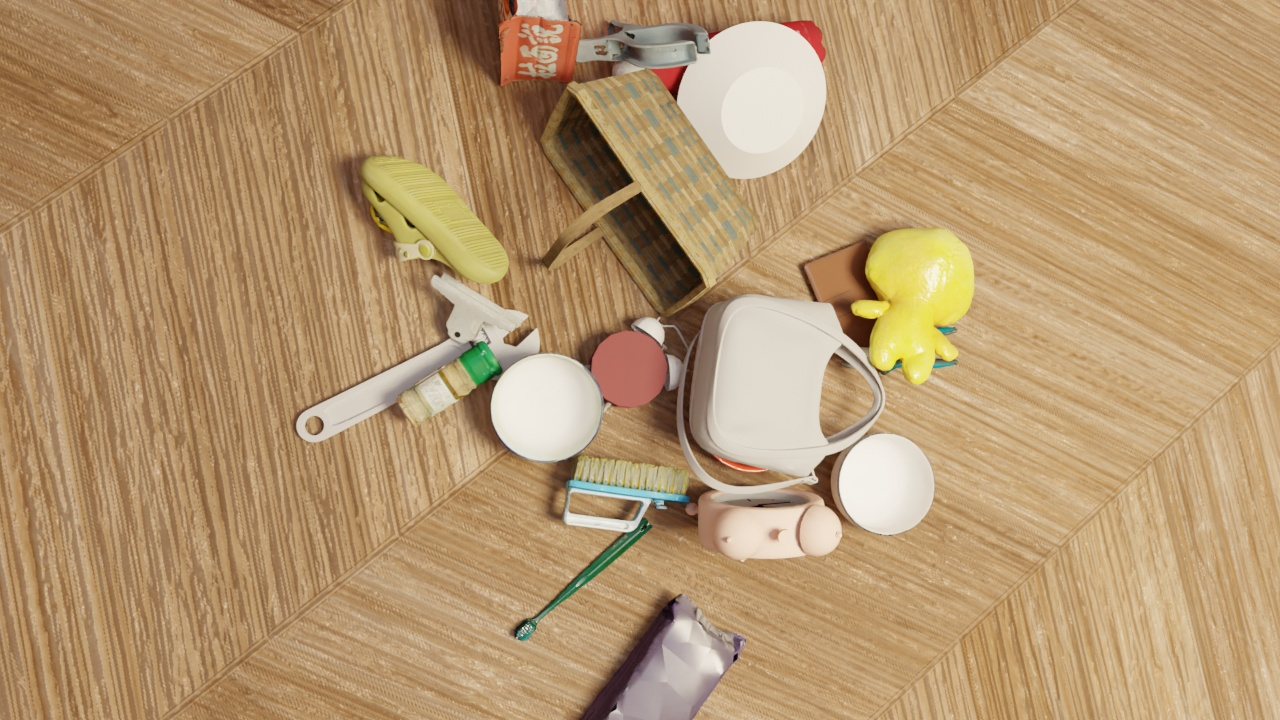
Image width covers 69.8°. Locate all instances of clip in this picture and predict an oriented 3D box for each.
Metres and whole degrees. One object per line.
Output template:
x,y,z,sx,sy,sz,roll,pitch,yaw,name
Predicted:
-0.180,-0.051,0.981,0.102,0.054,0.057,31,48,-1,clip
0.013,-0.350,0.999,0.106,0.163,0.028,-43,136,-36,clip

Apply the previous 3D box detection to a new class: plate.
0.129,-0.280,1.013,0.174,0.036,0.174,-6,120,-10,plate

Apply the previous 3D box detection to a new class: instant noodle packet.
-0.117,-0.425,0.968,0.084,0.164,0.221,-5,87,-7,instant noodle packet

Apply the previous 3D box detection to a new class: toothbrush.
-0.062,0.239,0.999,0.189,0.017,0.016,-40,92,-9,toothbrush

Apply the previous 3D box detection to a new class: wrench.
-0.236,0.025,0.990,0.273,0.018,0.086,-28,90,-8,wrench

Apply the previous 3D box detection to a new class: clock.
0.126,0.178,0.960,0.131,0.160,0.086,-1,86,-9,clock
-0.006,0.006,1.012,0.124,0.044,0.087,-29,90,-10,clock

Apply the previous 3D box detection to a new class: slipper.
-0.225,-0.139,0.980,0.190,0.091,0.082,43,120,6,slipper

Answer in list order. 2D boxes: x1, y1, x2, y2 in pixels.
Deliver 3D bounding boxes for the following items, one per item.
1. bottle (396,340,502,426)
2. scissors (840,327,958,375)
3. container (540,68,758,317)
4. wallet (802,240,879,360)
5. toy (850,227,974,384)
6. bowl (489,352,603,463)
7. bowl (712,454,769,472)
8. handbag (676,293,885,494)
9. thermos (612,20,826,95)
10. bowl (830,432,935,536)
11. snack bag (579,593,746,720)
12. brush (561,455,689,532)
-0.200,0.025,0.964,0.111,0.043,0.043,-33,91,-7,bottle
0.308,-0.014,1.069,0.131,0.019,0.149,40,87,-15,scissors
-0.020,-0.161,0.971,0.186,0.158,0.250,-36,92,-21,container
0.249,-0.071,1.073,0.087,0.013,0.121,-23,91,-12,wallet
0.312,-0.071,1.035,0.134,0.092,0.207,26,72,-10,toy
-0.100,0.045,0.979,0.118,0.062,0.118,-1,101,-7,bowl
0.121,0.059,1.027,0.130,0.045,0.130,1,86,-9,bowl
0.161,0.040,0.986,0.222,0.096,0.215,11,85,-20,handbag
0.086,-0.334,1.039,0.239,0.073,0.073,-10,87,-8,thermos
0.266,0.138,1.034,0.113,0.063,0.113,1,85,-8,bowl
0.019,0.358,0.981,0.096,0.058,0.205,38,82,-4,snack bag
-0.014,0.148,0.993,0.136,0.055,0.075,8,80,-8,brush
